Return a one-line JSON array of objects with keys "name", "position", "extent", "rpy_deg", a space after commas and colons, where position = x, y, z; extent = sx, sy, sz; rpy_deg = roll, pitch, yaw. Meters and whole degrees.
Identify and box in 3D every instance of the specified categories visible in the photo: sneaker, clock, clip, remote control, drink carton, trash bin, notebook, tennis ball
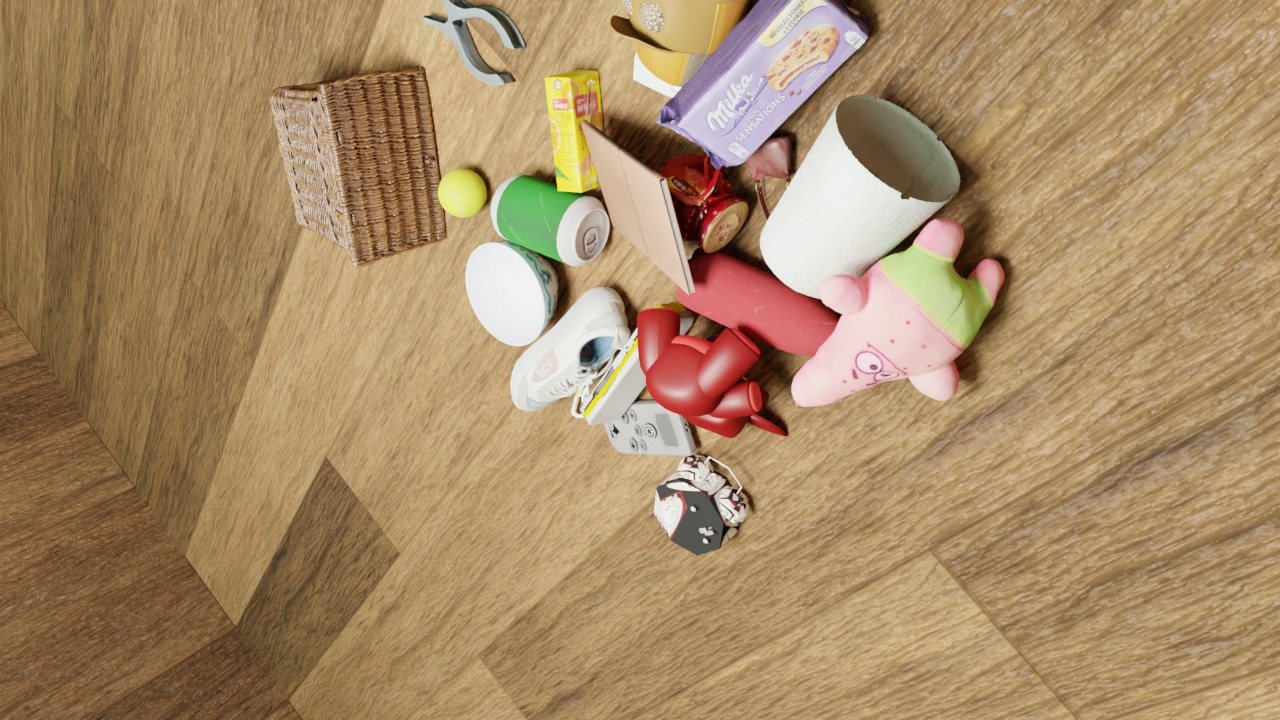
[{"name": "sneaker", "position": [-0.094, 0.012, 1.214], "extent": [0.243, 0.089, 0.090], "rpy_deg": [-46, 52, 36]}, {"name": "clock", "position": [0.078, 0.188, 1.197], "extent": [0.114, 0.064, 0.155], "rpy_deg": [43, 134, 15]}, {"name": "clip", "position": [-0.205, -0.431, 1.143], "extent": [0.167, 0.028, 0.128], "rpy_deg": [43, 131, 14]}, {"name": "remote control", "position": [0.006, 0.091, 1.231], "extent": [0.151, 0.019, 0.074], "rpy_deg": [-4, 109, 47]}, {"name": "drink carton", "position": [-0.074, -0.273, 1.092], "extent": [0.043, 0.058, 0.135], "rpy_deg": [12, 118, 34]}, {"name": "trash bin", "position": [0.200, -0.148, 0.883], "extent": [0.133, 0.133, 0.162], "rpy_deg": [48, 139, 10]}, {"name": "remote control", "position": [0.049, -0.307, 0.993], "extent": [0.143, 0.024, 0.050], "rpy_deg": [29, 128, 26]}, {"name": "notebook", "position": [-0.005, -0.174, 1.022], "extent": [0.209, 0.008, 0.141], "rpy_deg": [49, 161, 51]}, {"name": "tennis ball", "position": [-0.243, -0.228, 1.252], "extent": [0.065, 0.065, 0.065], "rpy_deg": [19, 123, 32]}]

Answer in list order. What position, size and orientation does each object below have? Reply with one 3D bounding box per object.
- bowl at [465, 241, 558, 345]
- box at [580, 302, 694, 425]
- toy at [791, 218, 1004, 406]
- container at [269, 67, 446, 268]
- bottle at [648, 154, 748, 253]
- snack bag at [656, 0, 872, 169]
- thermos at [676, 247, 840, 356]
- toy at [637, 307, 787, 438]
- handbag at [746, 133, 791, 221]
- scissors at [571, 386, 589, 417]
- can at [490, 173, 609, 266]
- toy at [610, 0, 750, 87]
[{"name": "bowl", "position": [-0.159, -0.100, 1.242], "extent": [0.144, 0.074, 0.144], "rpy_deg": [19, 123, 32]}, {"name": "box", "position": [-0.008, 0.006, 1.163], "extent": [0.033, 0.064, 0.210], "rpy_deg": [53, 128, 24]}, {"name": "toy", "position": [0.238, -0.027, 0.891], "extent": [0.192, 0.096, 0.237], "rpy_deg": [35, 121, -23]}, {"name": "container", "position": [-0.407, -0.286, 1.302], "extent": [0.183, 0.161, 0.250], "rpy_deg": [20, 124, 37]}, {"name": "bottle", "position": [0.055, -0.181, 1.006], "extent": [0.111, 0.098, 0.099], "rpy_deg": [44, 133, 22]}, {"name": "snack bag", "position": [0.115, -0.278, 0.885], "extent": [0.206, 0.096, 0.058], "rpy_deg": [-41, 45, 31]}, {"name": "thermos", "position": [0.155, -0.049, 1.005], "extent": [0.240, 0.073, 0.073], "rpy_deg": [27, 127, 21]}, {"name": "toy", "position": [0.080, 0.024, 1.067], "extent": [0.158, 0.120, 0.197], "rpy_deg": [16, 165, 31]}, {"name": "handbag", "position": [0.143, -0.181, 0.983], "extent": [0.055, 0.029, 0.120], "rpy_deg": [8, 121, 40]}, {"name": "scissors", "position": [-0.078, 0.032, 1.284], "extent": [0.133, 0.012, 0.097], "rpy_deg": [-36, 84, 43]}, {"name": "can", "position": [-0.114, -0.178, 1.155], "extent": [0.140, 0.087, 0.088], "rpy_deg": [24, 125, 29]}, {"name": "toy", "position": [0.039, -0.368, 0.886], "extent": [0.198, 0.162, 0.204], "rpy_deg": [-123, 29, -42]}]
